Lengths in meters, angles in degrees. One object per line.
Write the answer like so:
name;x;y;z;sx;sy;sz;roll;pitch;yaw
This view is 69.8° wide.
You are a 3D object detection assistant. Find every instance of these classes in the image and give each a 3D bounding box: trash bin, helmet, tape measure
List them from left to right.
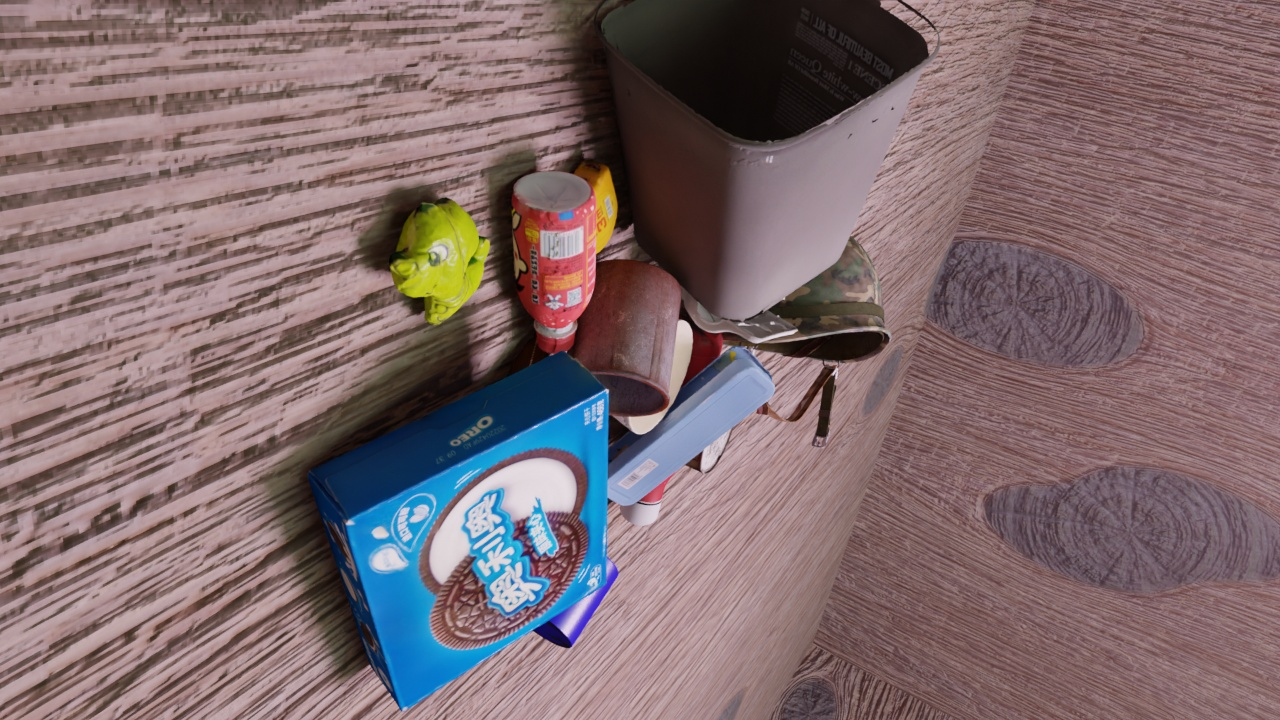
tape measure;-0.044;-0.112;0.716;0.058;0.030;0.068;-56;153;-25
trash bin;0.087;-0.170;0.726;0.197;0.197;0.220;-33;151;-20
helmet;0.164;-0.030;1.022;0.192;0.225;0.236;10;68;-49

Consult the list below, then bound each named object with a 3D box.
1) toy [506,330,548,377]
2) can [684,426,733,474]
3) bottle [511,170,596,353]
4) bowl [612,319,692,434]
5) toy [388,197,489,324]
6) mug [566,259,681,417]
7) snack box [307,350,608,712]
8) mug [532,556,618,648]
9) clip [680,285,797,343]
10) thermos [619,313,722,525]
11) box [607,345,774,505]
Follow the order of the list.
toy;-0.089;0.030;0.750;0.090;0.070;0.102;95;3;-64
can;0.058;0.077;1.065;0.089;0.075;0.090;-49;151;-40
bottle;-0.063;-0.066;0.677;0.061;0.062;0.138;-44;150;-42
bowl;-0.005;0.005;0.869;0.115;0.062;0.115;-48;151;-38
toy;-0.125;-0.062;0.580;0.094;0.036;0.094;-51;157;-46
mug;-0.019;-0.012;0.770;0.123;0.096;0.110;132;-26;-62
snack box;-0.117;0.128;0.670;0.195;0.056;0.239;-27;140;-28
mug;-0.082;0.228;0.909;0.083;0.079;0.111;-54;-178;-29
clip;0.077;-0.070;0.877;0.089;0.151;0.125;-61;159;16
thermos;0.024;0.071;0.985;0.073;0.073;0.240;-24;133;-58
box;0.041;0.066;0.935;0.210;0.052;0.067;-39;132;14
